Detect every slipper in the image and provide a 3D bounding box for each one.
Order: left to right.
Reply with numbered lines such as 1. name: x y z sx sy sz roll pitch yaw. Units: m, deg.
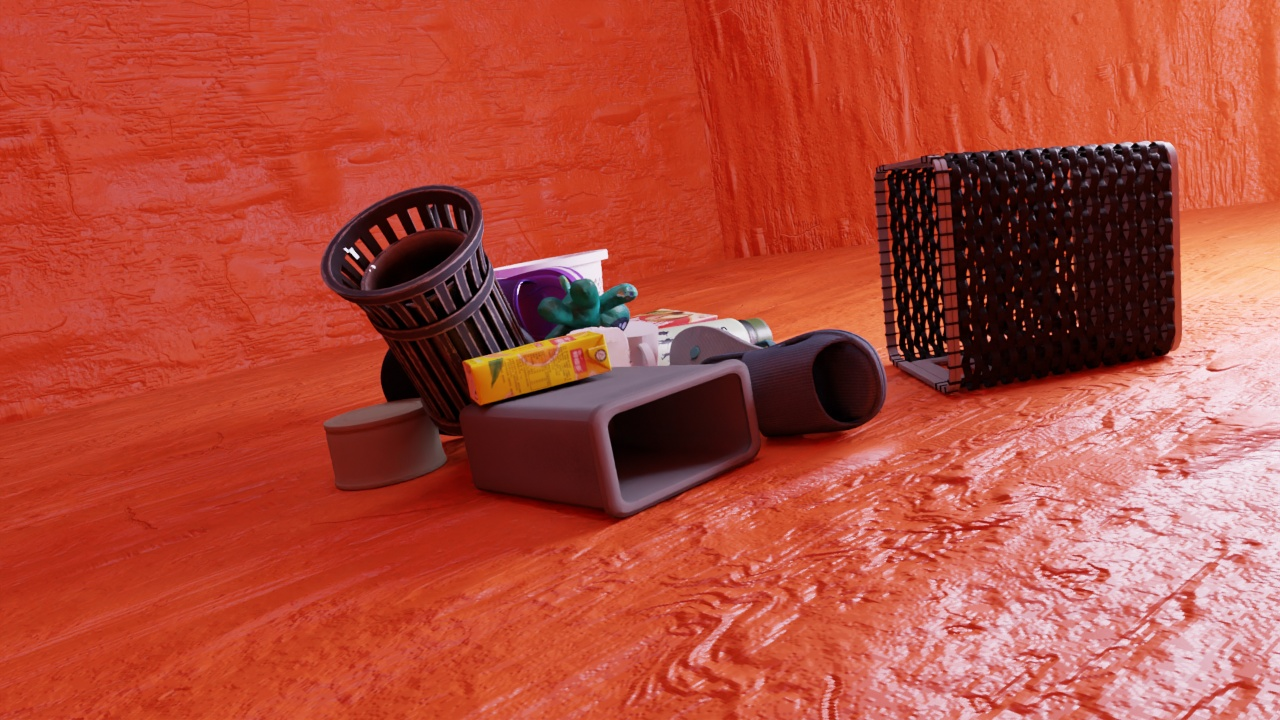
1. slipper: -0.177 -0.061 1.201 0.083 0.107 0.267 -20 17 -39
2. slipper: 0.129 0.021 1.055 0.054 0.098 0.269 14 1 -37
3. slipper: 0.128 0.035 0.919 0.082 0.101 0.264 -25 10 -33

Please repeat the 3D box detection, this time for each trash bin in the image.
1. trash bin: -0.201 -0.041 0.960 0.164 0.228 0.164 -10 45 10
2. trash bin: -0.130 -0.056 1.420 0.195 0.199 0.195 -10 9 1
3. trash bin: -0.033 0.066 0.871 0.191 0.097 0.220 -17 10 -40

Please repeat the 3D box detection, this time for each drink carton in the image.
1. drink carton: -0.100 0.007 0.896 0.134 0.043 0.058 -15 10 -17

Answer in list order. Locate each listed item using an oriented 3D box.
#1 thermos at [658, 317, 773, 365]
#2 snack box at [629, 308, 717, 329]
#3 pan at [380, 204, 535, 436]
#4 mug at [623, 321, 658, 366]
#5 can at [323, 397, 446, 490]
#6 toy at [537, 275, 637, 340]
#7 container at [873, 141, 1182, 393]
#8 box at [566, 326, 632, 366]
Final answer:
1. thermos: 0.083 -0.013 1.293 0.230 0.082 0.082 -10 7 -34
2. snack box: 0.032 -0.038 1.477 0.113 0.060 0.236 -15 10 -17
3. pan: -0.218 -0.036 1.074 0.198 0.357 0.021 -8 42 -7
4. mug: -0.007 0.007 1.153 0.073 0.090 0.105 -10 20 -25
5. can: -0.296 0.094 1.061 0.128 0.073 0.127 -10 9 1
6. toy: -0.064 -0.053 1.047 0.131 0.072 0.193 -32 -17 3
7. container: 0.423 -0.115 1.034 0.243 0.245 0.247 -7 9 1
8. box: -0.065 0.025 1.044 0.108 0.137 0.129 -18 10 -30
